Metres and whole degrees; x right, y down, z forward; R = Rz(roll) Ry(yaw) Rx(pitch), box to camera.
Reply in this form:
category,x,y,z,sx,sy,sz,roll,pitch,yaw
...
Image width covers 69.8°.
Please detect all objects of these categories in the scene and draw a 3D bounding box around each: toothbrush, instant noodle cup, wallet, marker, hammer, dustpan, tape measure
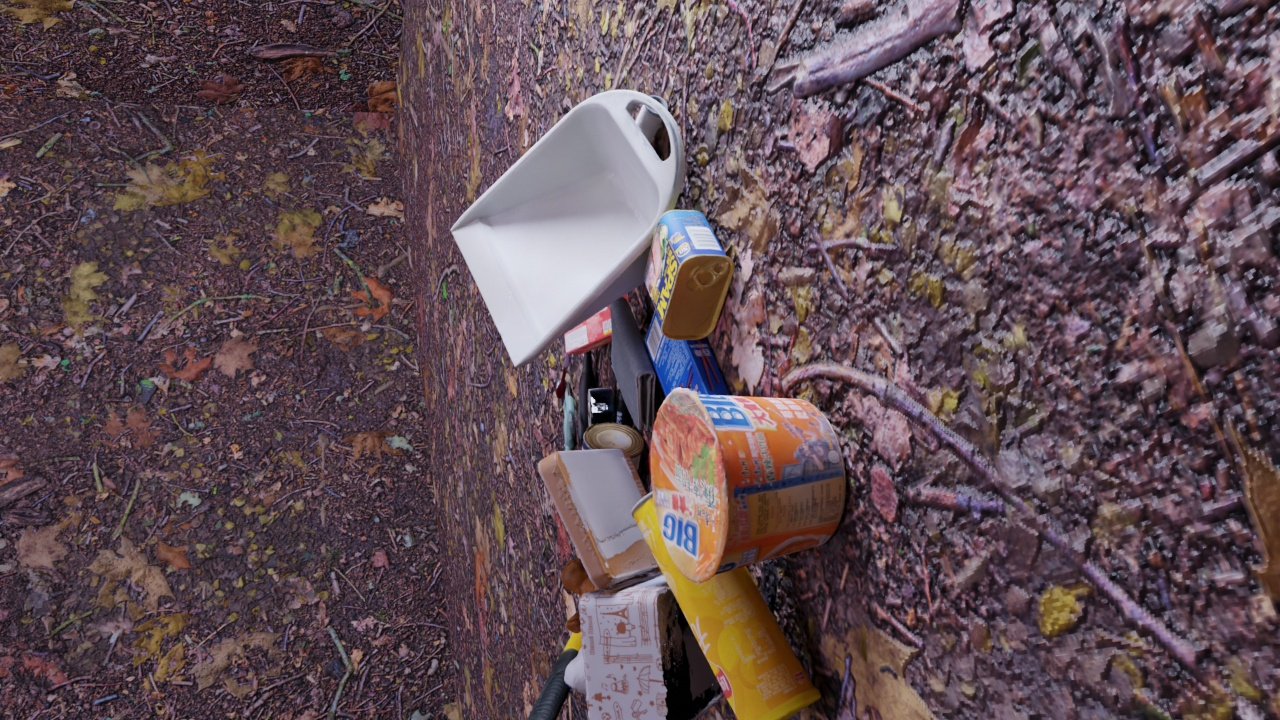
category,x,y,z,sx,sy,sz,roll,pitch,yaw
toothbrush,-0.016,-0.229,1.074,0.027,0.026,0.222,40,150,1
instant noodle cup,0.085,0.094,0.733,0.151,0.111,0.151,176,90,-70
wallet,-0.006,0.006,1.067,0.129,0.037,0.107,-111,14,-44
toothbrush,-0.074,0.037,1.274,0.027,0.026,0.213,12,104,57
marker,-0.024,0.095,1.160,0.022,0.020,0.132,-69,-13,-63
hammer,-0.084,0.366,1.121,0.300,0.033,0.129,-49,-60,-73
toothbrush,-0.109,-0.011,1.377,0.017,0.016,0.188,-100,19,-45
dustpan,-0.074,-0.163,0.980,0.222,0.257,0.143,61,174,30
tape measure,-0.052,0.069,1.189,0.066,0.033,0.066,-98,10,-46

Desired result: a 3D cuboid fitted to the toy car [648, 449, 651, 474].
category,x,y,z,sx,sy,sz,roll,pitch,yaw
toy car,0.035,0.130,0.992,0.106,0.031,0.049,-119,31,-45

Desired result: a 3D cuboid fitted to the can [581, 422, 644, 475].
category,x,y,z,sx,sy,sz,roll,pitch,yaw
can,-0.039,0.140,1.125,0.075,0.075,0.111,-123,36,-53

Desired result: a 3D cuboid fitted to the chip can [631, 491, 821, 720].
category,x,y,z,sx,sy,sz,roll,pitch,yaw
chip can,0.069,0.206,0.784,0.213,0.072,0.072,60,150,24

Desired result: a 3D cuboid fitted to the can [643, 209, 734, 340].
category,x,y,z,sx,sy,sz,roll,pitch,yaw
can,0.044,-0.084,0.896,0.083,0.057,0.102,-111,27,-44

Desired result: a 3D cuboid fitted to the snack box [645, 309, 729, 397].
category,x,y,z,sx,sy,sz,roll,pitch,yaw
snack box,0.046,0.008,0.946,0.085,0.026,0.157,109,150,-46

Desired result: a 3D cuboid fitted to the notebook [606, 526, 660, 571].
category,x,y,z,sx,sy,sz,roll,pitch,yaw
notebook,-0.007,0.272,1.151,0.207,0.010,0.146,166,100,-69

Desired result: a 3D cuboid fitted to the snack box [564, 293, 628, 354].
category,x,y,z,sx,sy,sz,roll,pitch,yaw
snack box,-0.059,-0.058,1.191,0.153,0.025,0.075,-21,73,60

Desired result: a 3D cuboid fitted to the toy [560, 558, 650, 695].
category,x,y,z,sx,sy,sz,roll,pitch,yaw
toy,-0.032,0.332,1.058,0.140,0.130,0.199,13,115,62

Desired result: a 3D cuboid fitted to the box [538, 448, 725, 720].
category,x,y,z,sx,sy,sz,roll,pitch,yaw
box,-0.004,0.207,0.874,0.178,0.103,0.260,13,-111,-67

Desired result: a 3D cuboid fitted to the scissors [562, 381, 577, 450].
category,x,y,z,sx,sy,sz,roll,pitch,yaw
scissors,-0.104,0.104,1.351,0.185,0.019,0.129,-110,20,-74
